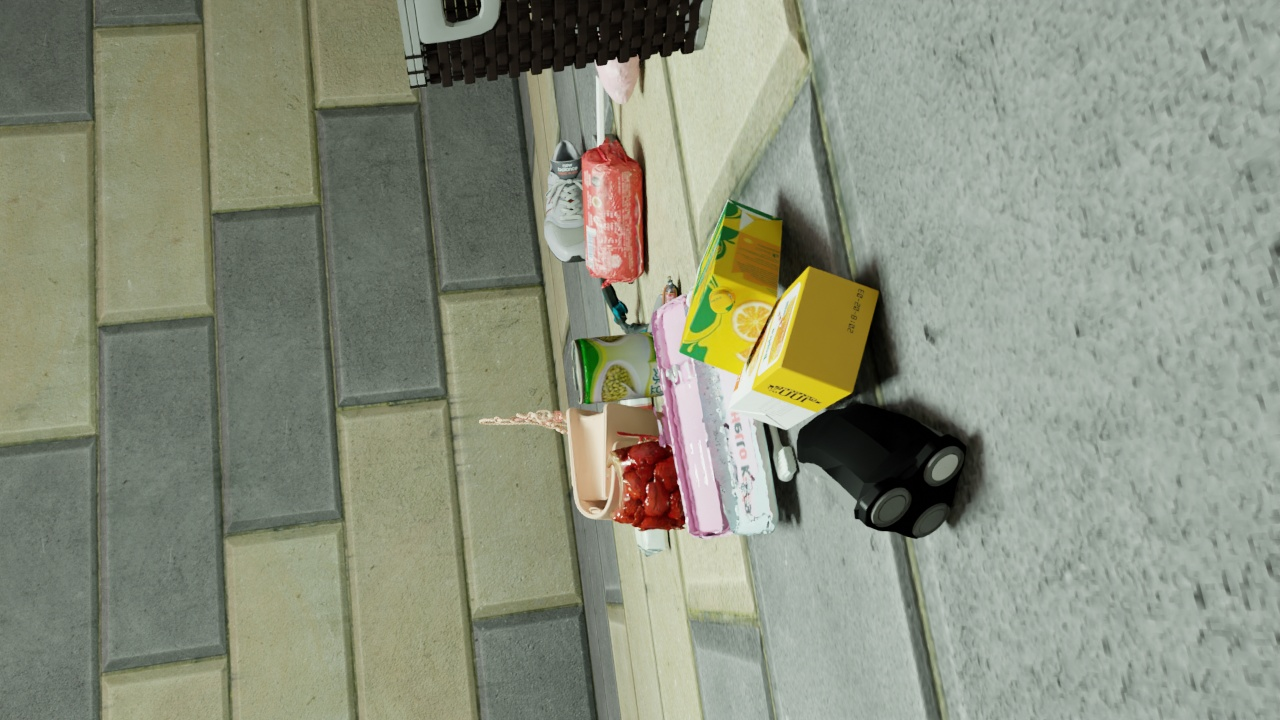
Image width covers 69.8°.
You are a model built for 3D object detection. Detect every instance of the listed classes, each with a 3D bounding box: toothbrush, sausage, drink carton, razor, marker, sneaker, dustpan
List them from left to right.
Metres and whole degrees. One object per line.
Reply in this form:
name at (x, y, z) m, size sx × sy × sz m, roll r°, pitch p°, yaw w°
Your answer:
sneaker at (-0.124, -0.280, 1.545) m, size 0.124 × 0.089 × 0.239 m, roll 89°, pitch 173°, yaw -45°
dustpan at (-0.040, -0.252, 1.229) m, size 0.163 × 0.033 × 0.258 m, roll -109°, pitch 16°, yaw -54°
marker at (0.016, -0.043, 1.065) m, size 0.139 × 0.022 × 0.016 m, roll 103°, pitch 174°, yaw -65°
sausage at (0.036, -0.013, 0.975) m, size 0.020 × 0.020 × 0.155 m, roll -134°, pitch 39°, yaw -75°
drink carton at (0.059, -0.048, 0.584) m, size 0.122 × 0.041 × 0.058 m, roll -72°, pitch 4°, yaw -57°
toothbrush at (0.090, 0.002, 0.689) m, size 0.017 × 0.012 × 0.186 m, roll 124°, pitch 141°, yaw -55°
drink carton at (0.090, -0.002, 0.532) m, size 0.123 × 0.040 × 0.058 m, roll 120°, pitch 169°, yaw -74°
razor at (0.112, 0.048, 0.475) m, size 0.060 × 0.057 × 0.156 m, roll 53°, pitch 178°, yaw -15°

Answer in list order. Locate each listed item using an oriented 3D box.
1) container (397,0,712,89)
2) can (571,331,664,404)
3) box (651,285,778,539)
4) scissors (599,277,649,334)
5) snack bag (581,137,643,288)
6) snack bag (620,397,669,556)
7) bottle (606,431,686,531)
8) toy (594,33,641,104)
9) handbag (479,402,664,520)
container at (-0.077, -0.390, 0.725) m, size 0.248 × 0.243 × 0.245 m, roll 99°, pitch 163°, yaw -58°
can at (-0.005, 0.005, 0.923) m, size 0.067 × 0.121 × 0.067 m, roll 173°, pitch 91°, yaw -80°
box at (0.061, 0.039, 0.731) m, size 0.154 × 0.041 × 0.201 m, roll -27°, pitch 71°, yaw 62°
scissors at (-0.013, -0.049, 1.198) m, size 0.118 × 0.019 × 0.148 m, roll 42°, pitch 165°, yaw 41°
snack bag at (-0.031, -0.175, 1.114) m, size 0.082 × 0.082 × 0.177 m, roll -114°, pitch 20°, yaw -62°
snack bag at (0.003, 0.139, 1.211) m, size 0.077 × 0.041 × 0.225 m, roll 154°, pitch 108°, yaw -81°
bottle at (0.023, 0.110, 0.849) m, size 0.099 × 0.111 × 0.099 m, roll 172°, pitch 91°, yaw -80°
toy at (-0.025, -0.348, 1.017) m, size 0.096 × 0.053 × 0.099 m, roll 89°, pitch 177°, yaw -69°
handbag at (-0.049, 0.119, 0.985) m, size 0.198 × 0.188 × 0.116 m, roll 15°, pitch -110°, yaw -56°
